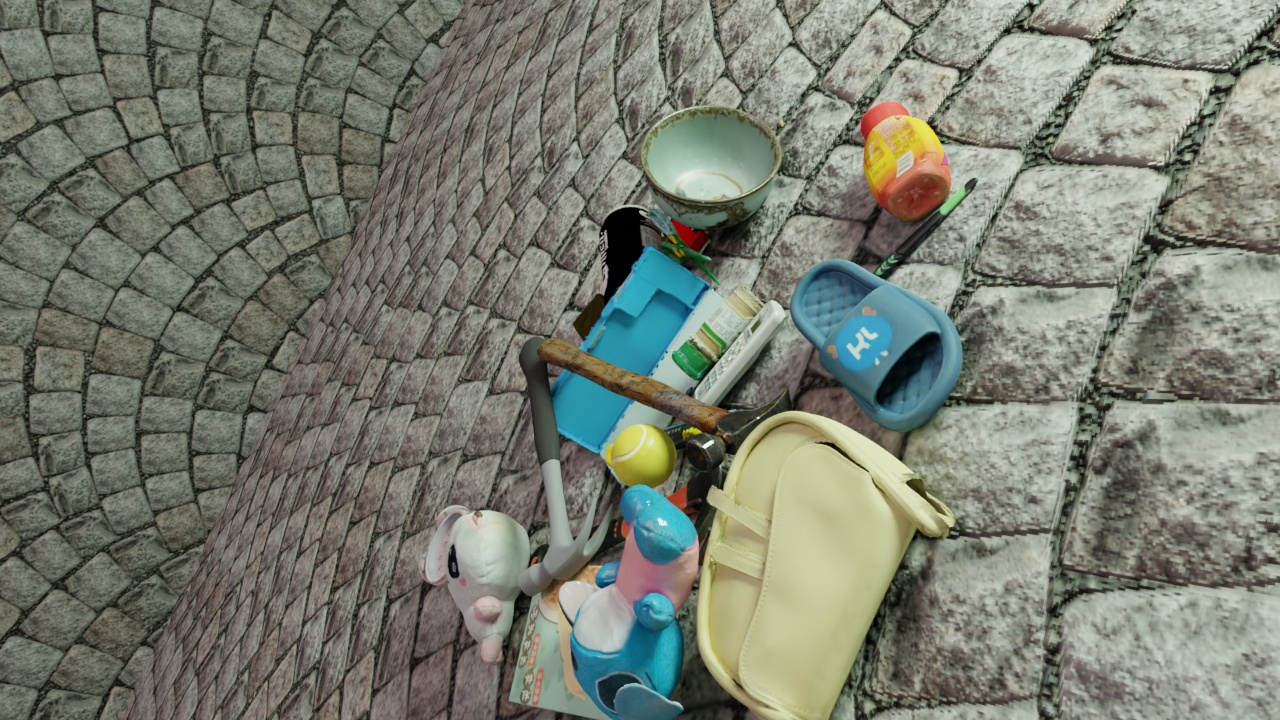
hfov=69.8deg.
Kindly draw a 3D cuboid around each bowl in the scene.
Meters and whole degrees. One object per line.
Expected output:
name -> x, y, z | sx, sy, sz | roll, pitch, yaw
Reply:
bowl -> 0.080, -0.208, 1.065 | 0.094, 0.160, 0.159 | 87, -173, -55

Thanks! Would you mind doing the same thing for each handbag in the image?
handbag -> 0.126, 0.161, 0.711 | 0.191, 0.088, 0.232 | 17, 80, 57
handbag -> -0.018, -0.096, 1.221 | 0.178, 0.027, 0.084 | -50, 33, 9

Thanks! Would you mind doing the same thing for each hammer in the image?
hammer -> -0.100, 0.094, 1.012 | 0.125, 0.029, 0.310 | -38, 46, 28
hammer -> 0.002, 0.024, 0.944 | 0.119, 0.033, 0.331 | -28, 31, -30
hammer -> -0.023, 0.182, 0.982 | 0.334, 0.033, 0.132 | -32, 41, 43

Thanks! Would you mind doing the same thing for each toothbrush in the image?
toothbrush -> 0.232, -0.095, 0.833 | 0.188, 0.017, 0.014 | -47, 41, 21

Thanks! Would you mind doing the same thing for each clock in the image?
clock -> -0.245, 0.254, 1.234 | 0.158, 0.058, 0.116 | 3, 68, 59

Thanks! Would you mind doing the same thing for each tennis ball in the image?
tennis ball -> 0.003, 0.096, 0.914 | 0.065, 0.065, 0.065 | -38, 37, 35

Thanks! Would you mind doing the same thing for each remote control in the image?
remote control -> 0.103, -0.002, 0.942 | 0.133, 0.022, 0.050 | -52, 11, 17

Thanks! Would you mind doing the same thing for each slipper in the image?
slipper -> 0.193, -0.027, 0.782 | 0.104, 0.059, 0.213 | -50, 38, 14

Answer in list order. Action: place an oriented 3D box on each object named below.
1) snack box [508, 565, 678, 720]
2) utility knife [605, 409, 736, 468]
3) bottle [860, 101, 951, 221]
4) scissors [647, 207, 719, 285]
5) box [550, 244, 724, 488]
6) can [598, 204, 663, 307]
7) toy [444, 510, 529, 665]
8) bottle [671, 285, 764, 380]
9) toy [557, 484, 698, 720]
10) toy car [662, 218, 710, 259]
snack box -> -0.045, 0.276, 0.903 | 0.194, 0.044, 0.141 | -12, 59, 47
utility knife -> 0.032, 0.083, 0.972 | 0.174, 0.020, 0.028 | -22, 66, 34
bottle -> 0.244, -0.192, 0.862 | 0.072, 0.048, 0.134 | -41, 35, 31
scissors -> 0.049, -0.136, 1.071 | 0.012, 0.112, 0.131 | -39, 28, -11
box -> -0.005, 0.007, 1.043 | 0.243, 0.114, 0.113 | -56, 17, 10
can -> -0.009, -0.119, 1.147 | 0.080, 0.080, 0.145 | -38, 43, 35
toy -> -0.181, 0.268, 1.090 | 0.139, 0.101, 0.179 | 124, 144, -67
bottle -> 0.083, -0.030, 0.974 | 0.110, 0.042, 0.042 | -46, 32, 10
toy -> -0.007, 0.203, 0.779 | 0.224, 0.099, 0.191 | -153, 75, -72
toy car -> 0.056, -0.158, 1.150 | 0.038, 0.025, 0.089 | -56, 28, 16
